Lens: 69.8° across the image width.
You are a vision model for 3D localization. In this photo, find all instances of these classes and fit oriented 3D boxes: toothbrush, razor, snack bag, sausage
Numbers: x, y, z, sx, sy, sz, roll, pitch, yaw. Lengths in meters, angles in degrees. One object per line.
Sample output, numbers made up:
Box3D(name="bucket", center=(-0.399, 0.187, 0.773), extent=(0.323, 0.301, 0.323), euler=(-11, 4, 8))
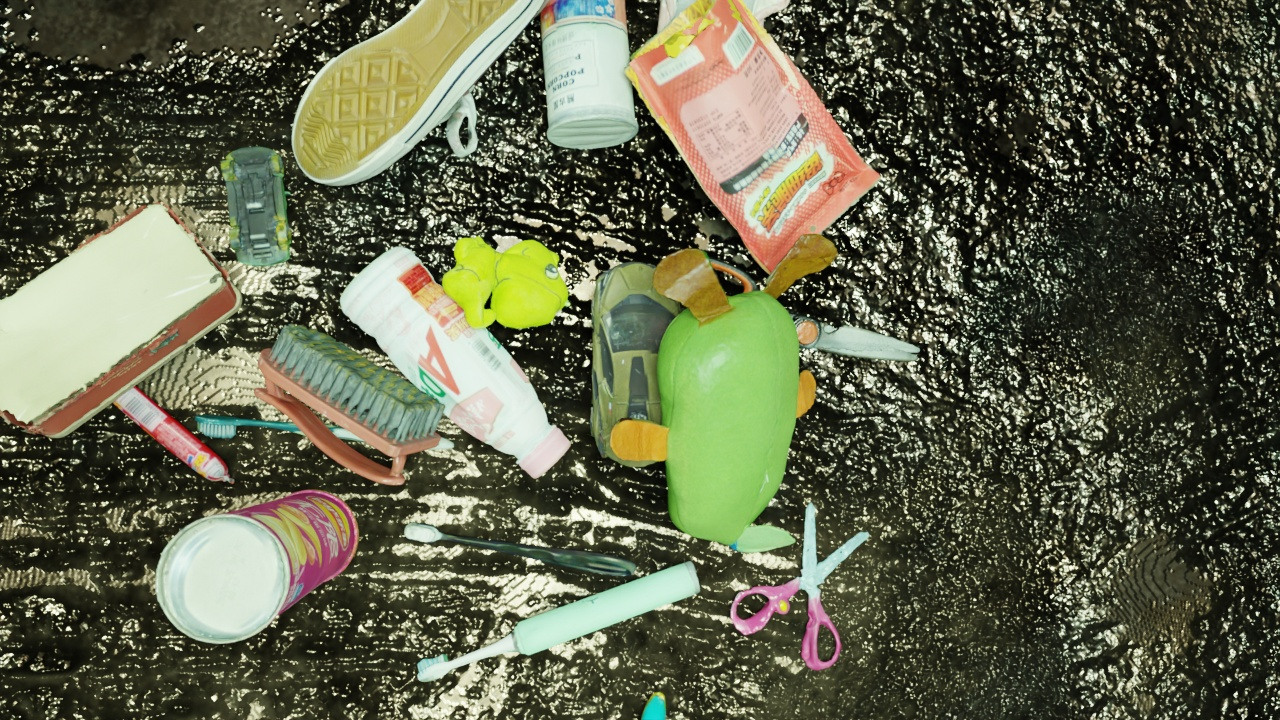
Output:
Box3D(name="toothbrush", center=(-0.092, 0.146, 0.707), extent=(0.181, 0.018, 0.015), euler=(11, 81, -7))
Box3D(name="razor", center=(0.001, 0.315, 0.698), extent=(0.043, 0.028, 0.132), euler=(11, 90, 3))
Box3D(name="toothbrush", center=(-0.061, 0.202, 0.701), extent=(0.224, 0.027, 0.026), euler=(-18, 123, -8))
Box3D(name="snack bag", center=(0.088, -0.176, 0.713), extent=(0.128, 0.073, 0.208), euler=(-45, 112, -7))
Box3D(name="sausage", center=(-0.363, 0.041, 0.679), extent=(0.156, 0.020, 0.020), euler=(42, 82, -2))
Box3D(name="toothbrush", center=(-0.238, 0.058, 0.696), extent=(0.191, 0.016, 0.018), euler=(7, 101, -7))

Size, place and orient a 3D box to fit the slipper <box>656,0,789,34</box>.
Box3D(name="slipper", center=(0.071, -0.324, 0.740), extent=(0.114, 0.054, 0.274), euler=(12, 87, -6))

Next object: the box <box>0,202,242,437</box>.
Box3D(name="box", center=(-0.377, -0.031, 0.639), extent=(0.168, 0.079, 0.091), euler=(-42, 91, -19))

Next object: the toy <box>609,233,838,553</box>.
Box3D(name="toy", center=(0.064, 0.029, 0.669), extent=(0.226, 0.090, 0.247), euler=(-11, 114, -38))

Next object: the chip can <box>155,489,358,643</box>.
Box3D(name="chip can", center=(-0.236, 0.124, 0.592), extent=(0.071, 0.211, 0.071), euler=(1, 85, -7))

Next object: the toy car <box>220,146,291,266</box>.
Box3D(name="toy car", center=(-0.287, -0.115, 0.691), extent=(0.043, 0.036, 0.091), euler=(-7, 88, -6))

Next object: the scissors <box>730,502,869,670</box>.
Box3D(name="scissors", center=(0.137, 0.185, 0.733), extent=(0.133, 0.017, 0.125), euler=(-35, 89, -12))

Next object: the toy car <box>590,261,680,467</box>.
Box3D(name="toy car", center=(-0.004, 0.004, 0.701), extent=(0.070, 0.042, 0.158), euler=(-3, 102, -7))

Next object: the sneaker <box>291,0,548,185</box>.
Box3D(name="sneaker", center=(-0.155, -0.215, 0.691), extent=(0.241, 0.087, 0.118), euler=(-39, 79, 13))

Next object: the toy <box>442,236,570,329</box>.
Box3D(name="toy", center=(-0.099, -0.057, 0.694), extent=(0.100, 0.031, 0.096), euler=(30, 56, -26))

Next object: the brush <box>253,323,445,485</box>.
Box3D(name="brush", center=(-0.219, 0.031, 0.666), extent=(0.146, 0.063, 0.069), euler=(29, 101, 14))

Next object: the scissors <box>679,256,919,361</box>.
Box3D(name="scissors", center=(0.116, -0.012, 0.747), extent=(0.235, 0.021, 0.136), euler=(31, 92, -11))

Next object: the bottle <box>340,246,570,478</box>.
Box3D(name="bottle", center=(-0.134, 0.006, 0.689), extent=(0.068, 0.068, 0.197), euler=(-44, 96, -8))

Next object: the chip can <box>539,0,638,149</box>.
Box3D(name="chip can", center=(-0.045, -0.280, 0.714), extent=(0.071, 0.071, 0.214), euler=(-4, 85, -7))
